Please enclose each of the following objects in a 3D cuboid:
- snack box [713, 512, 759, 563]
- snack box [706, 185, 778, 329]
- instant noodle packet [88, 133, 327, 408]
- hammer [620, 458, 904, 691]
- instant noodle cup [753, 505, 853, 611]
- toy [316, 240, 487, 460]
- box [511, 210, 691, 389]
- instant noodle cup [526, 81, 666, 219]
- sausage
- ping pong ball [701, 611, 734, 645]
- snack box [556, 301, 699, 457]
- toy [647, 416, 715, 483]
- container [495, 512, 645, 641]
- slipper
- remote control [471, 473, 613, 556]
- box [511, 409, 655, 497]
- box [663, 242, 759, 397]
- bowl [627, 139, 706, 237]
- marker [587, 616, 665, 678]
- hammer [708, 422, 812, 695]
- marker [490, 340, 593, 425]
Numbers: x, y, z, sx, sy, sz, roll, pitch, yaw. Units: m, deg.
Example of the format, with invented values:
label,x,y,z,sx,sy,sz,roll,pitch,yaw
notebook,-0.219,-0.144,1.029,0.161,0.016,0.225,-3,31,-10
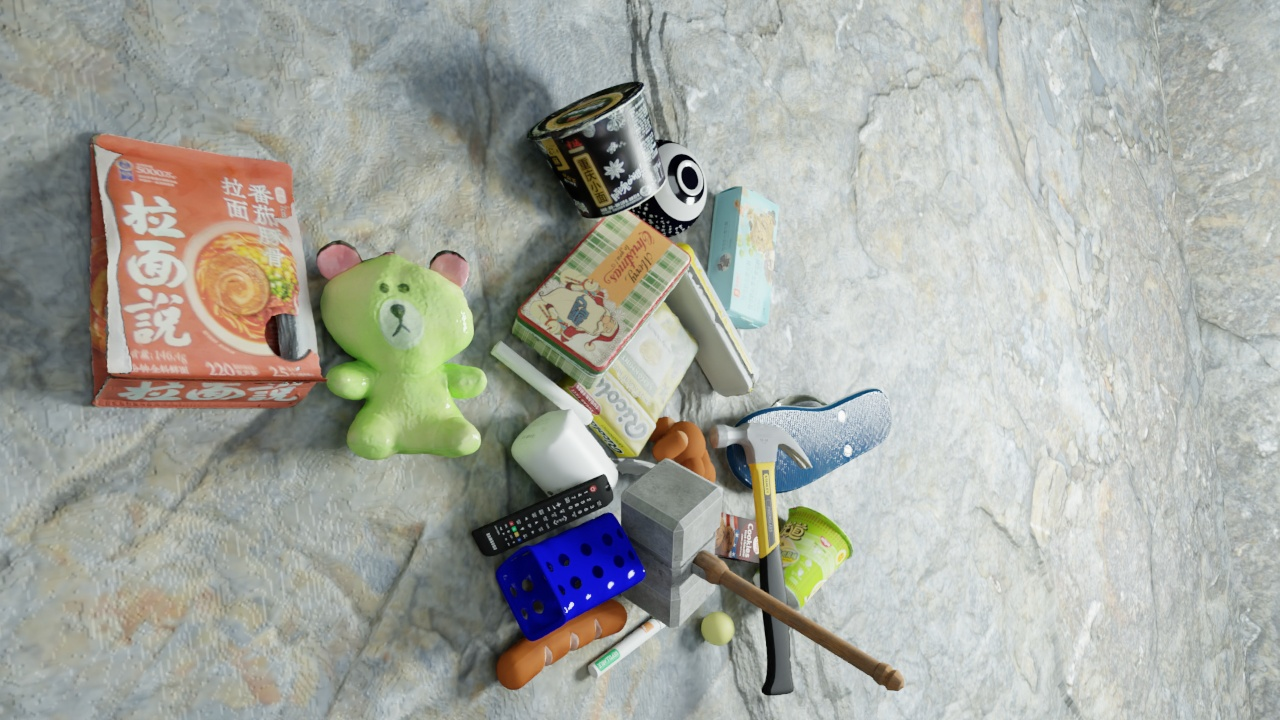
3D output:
label,x,y,z,sx,sy,sz,roll,pitch,yaw
snack box,0.091,0.213,1.123,0.140,0.032,0.051,20,71,-38
snack box,0.131,-0.132,1.194,0.075,0.053,0.174,19,71,-37
instant noodle packet,-0.362,-0.075,0.763,0.164,0.084,0.220,2,71,-40
hammer,0.122,0.243,0.934,0.082,0.318,0.163,-34,138,-39
instant noodle cup,0.204,0.260,1.181,0.107,0.099,0.099,-47,114,-27
toy,-0.218,-0.004,0.846,0.150,0.107,0.196,-1,75,-18
box,-0.040,-0.074,1.008,0.117,0.051,0.204,38,56,2
instant noodle cup,-0.038,-0.227,1.011,0.137,0.137,0.112,-45,121,-36
sausage,-0.081,0.290,0.955,0.163,0.039,0.044,-17,61,-41
ping pong ball,0.093,0.322,1.104,0.040,0.040,0.040,7,79,-40
snack box,-0.006,0.006,1.058,0.121,0.045,0.180,50,55,-25
toy,0.055,0.124,1.090,0.094,0.065,0.128,-103,169,-55
container,-0.070,0.218,0.937,0.113,0.085,0.084,-17,72,-43
slipper,0.222,0.104,1.235,0.294,0.060,0.118,-13,96,-32
remote control,-0.097,0.155,0.923,0.146,0.015,0.033,-23,114,-6
box,-0.053,0.108,0.983,0.156,0.085,0.125,55,47,-23
box,0.076,-0.046,1.124,0.037,0.065,0.210,-47,114,-41
bowl,0.038,-0.213,1.113,0.120,0.067,0.120,7,79,-40
marker,-0.002,0.313,1.038,0.145,0.017,0.017,-25,101,-40
hammer,0.156,0.236,1.111,0.127,0.029,0.323,-1,81,-20
marker,-0.102,0.026,0.972,0.133,0.020,0.017,40,92,-17
